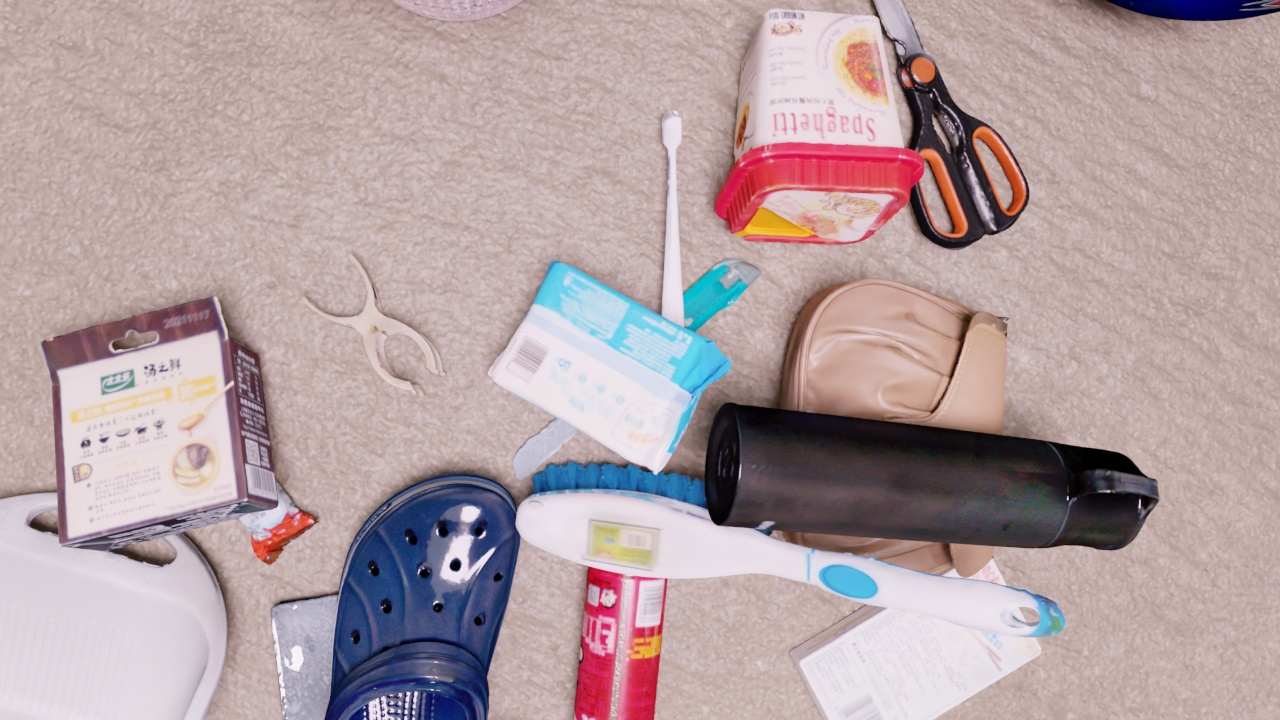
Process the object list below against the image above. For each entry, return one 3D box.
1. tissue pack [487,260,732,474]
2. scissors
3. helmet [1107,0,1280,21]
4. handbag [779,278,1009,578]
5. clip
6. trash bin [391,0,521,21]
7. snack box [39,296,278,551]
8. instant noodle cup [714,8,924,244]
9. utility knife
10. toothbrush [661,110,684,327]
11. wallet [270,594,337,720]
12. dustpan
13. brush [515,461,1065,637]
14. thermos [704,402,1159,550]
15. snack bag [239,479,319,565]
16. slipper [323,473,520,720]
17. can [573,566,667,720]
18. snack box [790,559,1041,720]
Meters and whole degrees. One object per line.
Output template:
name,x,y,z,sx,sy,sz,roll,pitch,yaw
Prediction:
tissue pack,-0.022,0.003,0.584,0.140,0.063,0.090,28,87,16
scissors,0.212,-0.194,0.651,0.139,0.022,0.235,-2,86,-15
helmet,0.356,-0.371,0.553,0.241,0.246,0.315,4,93,27
handbag,0.166,0.050,0.601,0.148,0.100,0.204,1,94,-2
clip,-0.170,-0.019,0.594,0.074,0.035,0.100,-42,90,-4
trash bin,-0.113,-0.297,0.518,0.227,0.192,0.227,0,90,-7
snack box,-0.289,0.040,0.552,0.113,0.053,0.125,-14,73,1
instant noodle cup,0.111,-0.150,0.595,0.116,0.117,0.124,2,77,-7
utility knife,-0.004,0.004,0.624,0.219,0.013,0.029,-42,91,-4
toothbrush,0.022,-0.078,0.620,0.016,0.016,0.180,-1,87,6
wallet,-0.185,0.210,0.601,0.097,0.019,0.121,-7,90,-10
dustpan,-0.355,0.197,0.493,0.222,0.257,0.143,19,111,-7
brush,0.073,0.113,0.546,0.315,0.109,0.060,7,95,10
thermos,0.164,0.064,0.512,0.242,0.090,0.068,5,69,-9
snack bag,-0.252,0.078,0.586,0.045,0.026,0.105,-35,93,-1
slipper,-0.140,0.193,0.555,0.105,0.095,0.252,13,87,-14
can,-0.014,0.197,0.603,0.053,0.053,0.132,5,90,-7
snack box,0.192,0.204,0.642,0.156,0.027,0.084,-29,93,-6
